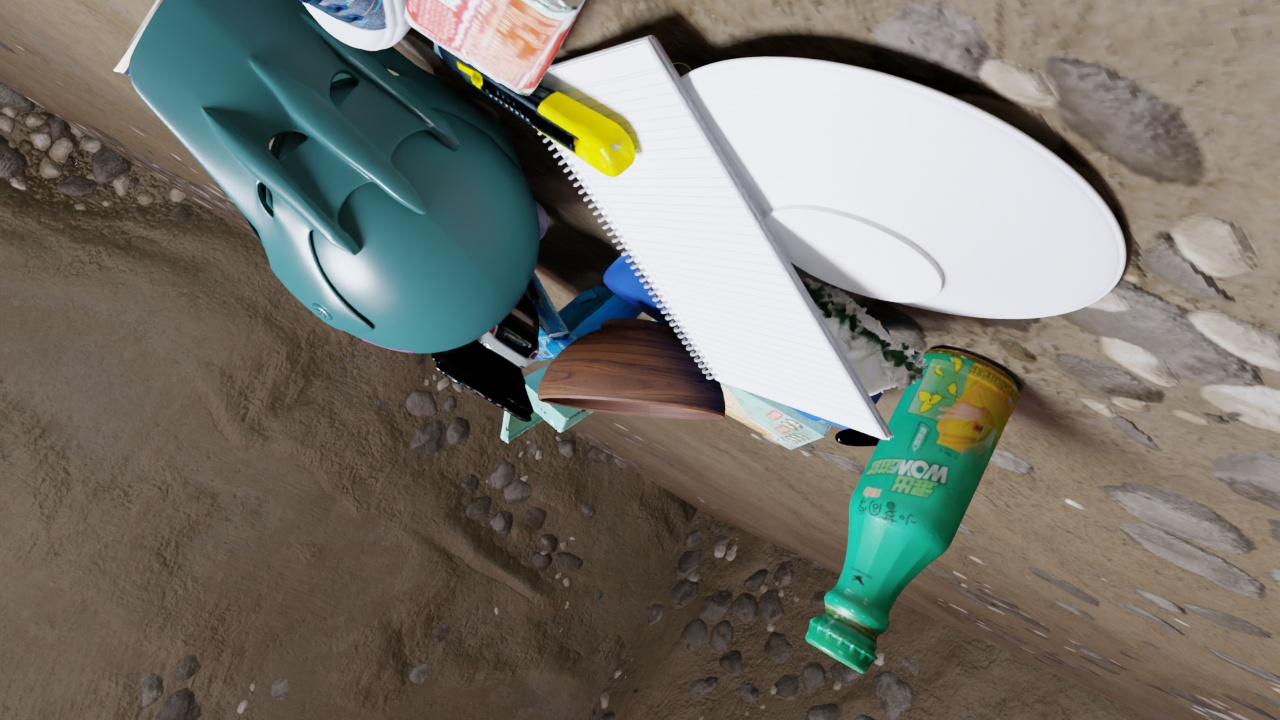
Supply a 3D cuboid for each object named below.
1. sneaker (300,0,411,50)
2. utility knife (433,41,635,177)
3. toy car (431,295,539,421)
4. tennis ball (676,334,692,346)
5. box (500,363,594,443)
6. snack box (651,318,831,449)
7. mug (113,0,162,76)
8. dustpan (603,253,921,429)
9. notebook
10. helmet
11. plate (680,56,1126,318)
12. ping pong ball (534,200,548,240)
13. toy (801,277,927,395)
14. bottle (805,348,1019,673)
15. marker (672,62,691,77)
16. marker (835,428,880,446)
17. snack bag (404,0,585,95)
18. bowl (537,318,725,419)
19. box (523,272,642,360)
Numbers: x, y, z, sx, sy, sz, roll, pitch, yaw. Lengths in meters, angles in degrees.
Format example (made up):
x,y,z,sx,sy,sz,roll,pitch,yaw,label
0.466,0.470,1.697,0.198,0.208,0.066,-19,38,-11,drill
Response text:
x,y,z,sx,sy,sz,roll,pitch,yaw,label
-0.163,-0.199,0.414,0.087,0.079,0.236,28,170,0,sneaker
-0.067,-0.146,0.506,0.172,0.020,0.029,38,160,32,utility knife
-0.125,-0.031,0.778,0.094,0.071,0.191,35,-173,-24,toy car
0.029,0.009,0.814,0.065,0.065,0.065,28,170,5,tennis ball
-0.065,0.036,0.985,0.077,0.093,0.187,39,-142,14,box
0.091,0.020,0.913,0.193,0.044,0.141,30,169,2,snack box
-0.338,-0.243,0.716,0.112,0.085,0.089,-28,134,36,mug
0.114,-0.007,0.678,0.245,0.059,0.258,32,180,-19,dustpan
0.028,-0.062,0.519,0.245,0.013,0.178,54,164,-25,notebook
-0.188,-0.123,0.616,0.275,0.176,0.200,44,170,-21,helmet
0.107,-0.062,0.445,0.229,0.030,0.229,24,170,4,plate
-0.097,-0.116,0.766,0.040,0.040,0.040,28,170,5,ping pong ball
0.113,-0.008,0.554,0.095,0.041,0.109,39,155,-1,toy
0.171,0.096,0.593,0.068,0.209,0.068,28,171,5,bottle
0.018,-0.120,0.494,0.014,0.014,0.132,28,170,6,marker
0.203,0.057,0.705,0.133,0.015,0.018,1,155,-30,marker
-0.067,-0.169,0.420,0.077,0.036,0.116,30,170,-13,snack bag
-0.004,0.004,0.722,0.147,0.069,0.147,5,173,0,bowl
-0.081,-0.068,0.882,0.115,0.093,0.244,51,166,-10,box
